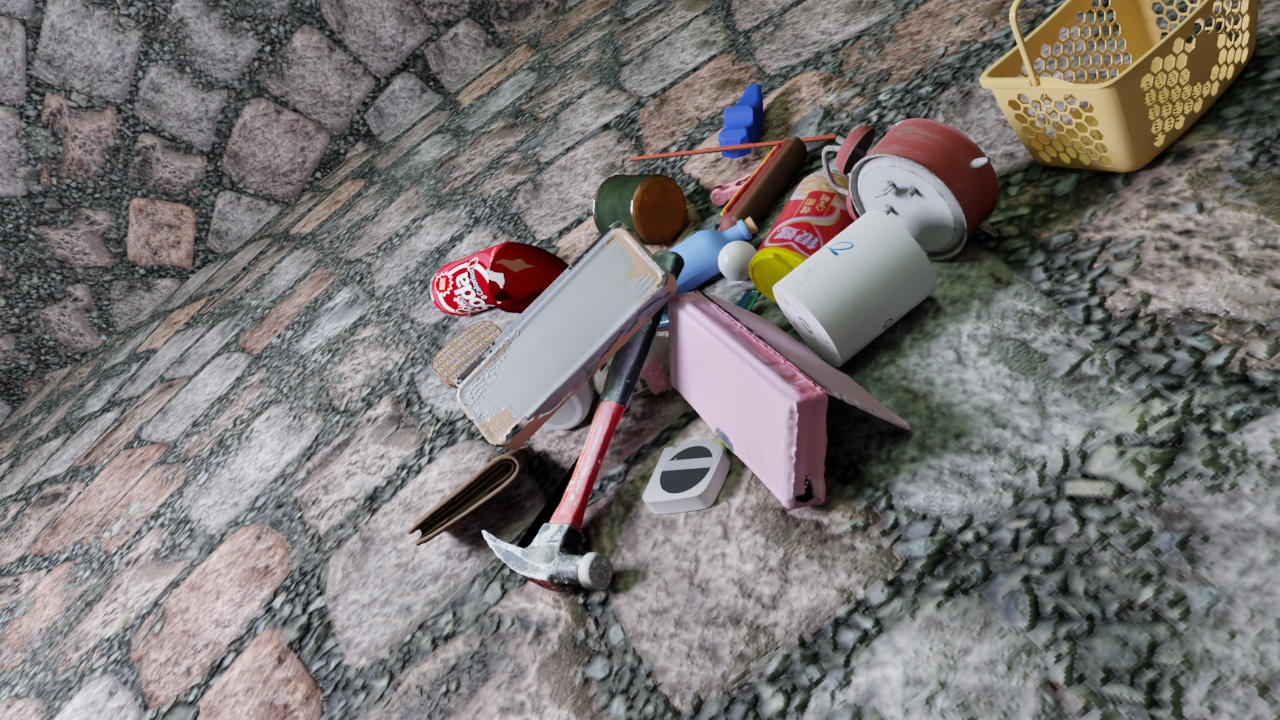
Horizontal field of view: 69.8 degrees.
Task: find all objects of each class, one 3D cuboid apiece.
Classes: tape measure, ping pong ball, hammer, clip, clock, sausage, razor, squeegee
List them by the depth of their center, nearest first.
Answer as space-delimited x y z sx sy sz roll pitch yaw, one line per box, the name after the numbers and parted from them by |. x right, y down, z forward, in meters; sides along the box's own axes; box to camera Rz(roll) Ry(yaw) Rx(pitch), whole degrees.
0.038 0.091 0.727 0.065 0.017 0.064 -11 39 39 | tape measure
0.213 -0.142 0.765 0.157 0.110 0.061 27 66 41 | clock
-0.032 0.041 0.794 0.141 0.036 0.325 -6 53 43 | hammer
0.058 -0.043 0.897 0.141 0.018 0.043 -7 41 47 | razor
0.097 -0.099 0.912 0.040 0.040 0.040 -27 31 17 | ping pong ball
0.134 -0.189 1.004 0.040 0.040 0.155 2 47 49 | sausage
0.111 -0.202 1.067 0.060 0.023 0.043 1 41 45 | clip
0.128 -0.296 1.149 0.250 0.055 0.184 -1 42 21 | squeegee

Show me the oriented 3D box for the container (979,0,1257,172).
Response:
0.375 -0.261 0.717 0.183 0.167 0.129 -42 30 -10 | container

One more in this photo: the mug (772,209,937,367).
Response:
0.168 -0.057 0.748 0.096 0.083 0.119 -38 2 -3 | mug

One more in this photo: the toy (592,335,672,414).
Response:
-0.005 0.005 0.871 0.087 0.050 0.112 -25 37 19 | toy

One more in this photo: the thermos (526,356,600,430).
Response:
-0.082 -0.016 0.967 0.101 0.068 0.229 -36 25 29 | thermos

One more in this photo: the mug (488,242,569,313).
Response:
-0.129 -0.090 1.102 0.088 0.087 0.113 9 33 30 | mug

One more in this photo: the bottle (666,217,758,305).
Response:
0.062 -0.107 0.954 0.131 0.048 0.048 -31 29 9 | bottle

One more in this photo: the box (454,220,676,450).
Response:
-0.066 -0.023 0.828 0.217 0.095 0.115 -44 64 8 | box

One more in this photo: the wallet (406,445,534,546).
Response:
-0.153 0.122 0.846 0.121 0.027 0.098 -38 0 1 | wallet

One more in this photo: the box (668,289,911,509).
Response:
0.110 0.015 0.720 0.106 0.099 0.232 -8 22 -17 | box

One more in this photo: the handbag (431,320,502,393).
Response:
-0.164 0.019 1.045 0.093 0.043 0.196 -41 38 -15 | handbag

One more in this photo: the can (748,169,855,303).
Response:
0.154 -0.112 0.843 0.067 0.067 0.124 -3 43 45 | can

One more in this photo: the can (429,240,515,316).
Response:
-0.208 -0.106 1.217 0.143 0.074 0.074 -14 36 34 | can

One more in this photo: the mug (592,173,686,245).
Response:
0.011 -0.181 1.094 0.110 0.085 0.081 -12 15 -36 | mug
